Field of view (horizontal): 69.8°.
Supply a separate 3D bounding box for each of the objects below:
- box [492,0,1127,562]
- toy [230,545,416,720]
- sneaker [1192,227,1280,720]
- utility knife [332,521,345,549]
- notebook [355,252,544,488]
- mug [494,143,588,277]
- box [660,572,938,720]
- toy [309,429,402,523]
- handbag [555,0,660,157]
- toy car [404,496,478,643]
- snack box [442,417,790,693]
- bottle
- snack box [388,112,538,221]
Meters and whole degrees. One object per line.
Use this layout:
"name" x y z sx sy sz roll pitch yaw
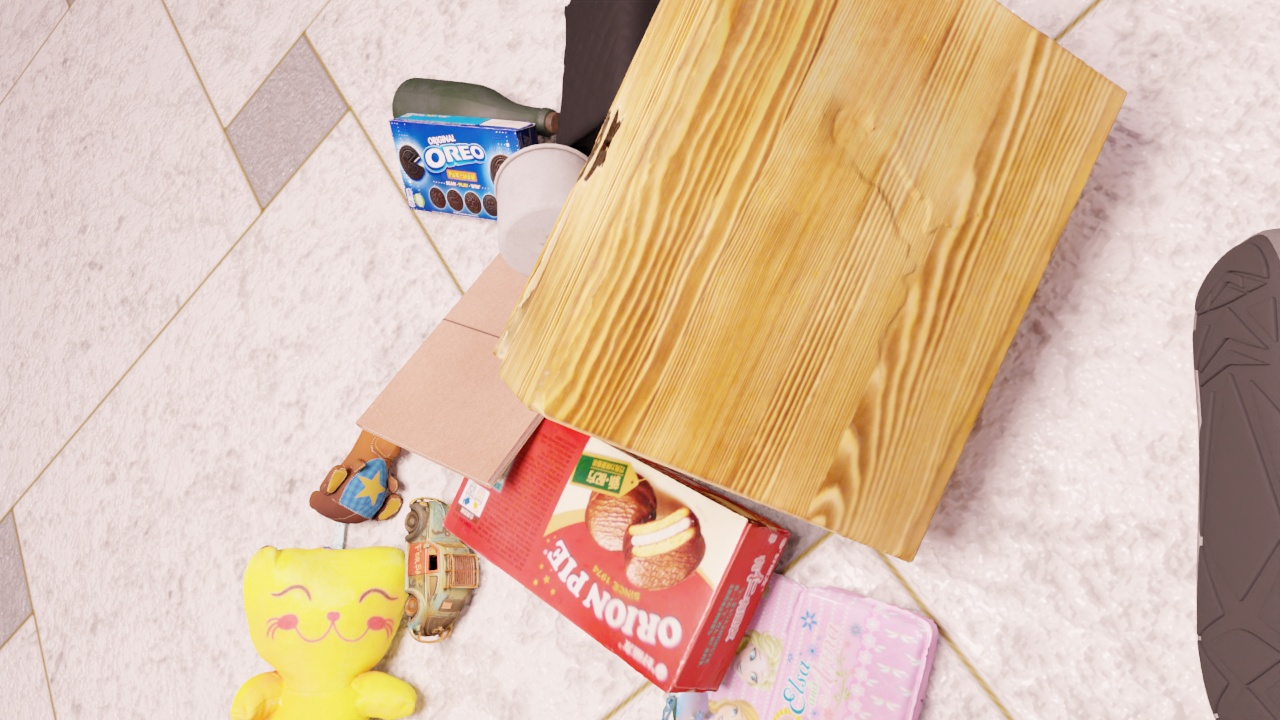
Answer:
"box" 0.087 -0.069 0.519 0.279 0.247 0.176 -66 18 0
"toy" -0.243 0.243 0.720 0.134 0.087 0.193 2 79 -12
"sneaker" 0.341 0.067 0.402 0.160 0.093 0.256 3 78 3
"utility knife" -0.262 0.184 0.789 0.022 0.015 0.168 1 77 21
"notebook" -0.103 -0.011 0.694 0.141 0.008 0.208 18 60 34
"mug" -0.055 -0.113 0.702 0.113 0.084 0.070 -4 50 -4
"box" 0.075 0.244 0.557 0.160 0.035 0.230 12 82 34
"toy" -0.247 0.094 0.788 0.103 0.070 0.090 -6 56 43
"handbag" 0.000 -0.232 0.717 0.125 0.114 0.153 -16 70 52
"toy car" -0.152 0.159 0.709 0.047 0.047 0.111 -14 71 28
"snack box" -0.026 0.115 0.624 0.237 0.060 0.113 23 88 40
"bottle" -0.139 -0.213 0.799 0.174 0.055 0.055 15 85 32
"snack box" -0.147 -0.164 0.780 0.150 0.027 0.082 12 125 32
